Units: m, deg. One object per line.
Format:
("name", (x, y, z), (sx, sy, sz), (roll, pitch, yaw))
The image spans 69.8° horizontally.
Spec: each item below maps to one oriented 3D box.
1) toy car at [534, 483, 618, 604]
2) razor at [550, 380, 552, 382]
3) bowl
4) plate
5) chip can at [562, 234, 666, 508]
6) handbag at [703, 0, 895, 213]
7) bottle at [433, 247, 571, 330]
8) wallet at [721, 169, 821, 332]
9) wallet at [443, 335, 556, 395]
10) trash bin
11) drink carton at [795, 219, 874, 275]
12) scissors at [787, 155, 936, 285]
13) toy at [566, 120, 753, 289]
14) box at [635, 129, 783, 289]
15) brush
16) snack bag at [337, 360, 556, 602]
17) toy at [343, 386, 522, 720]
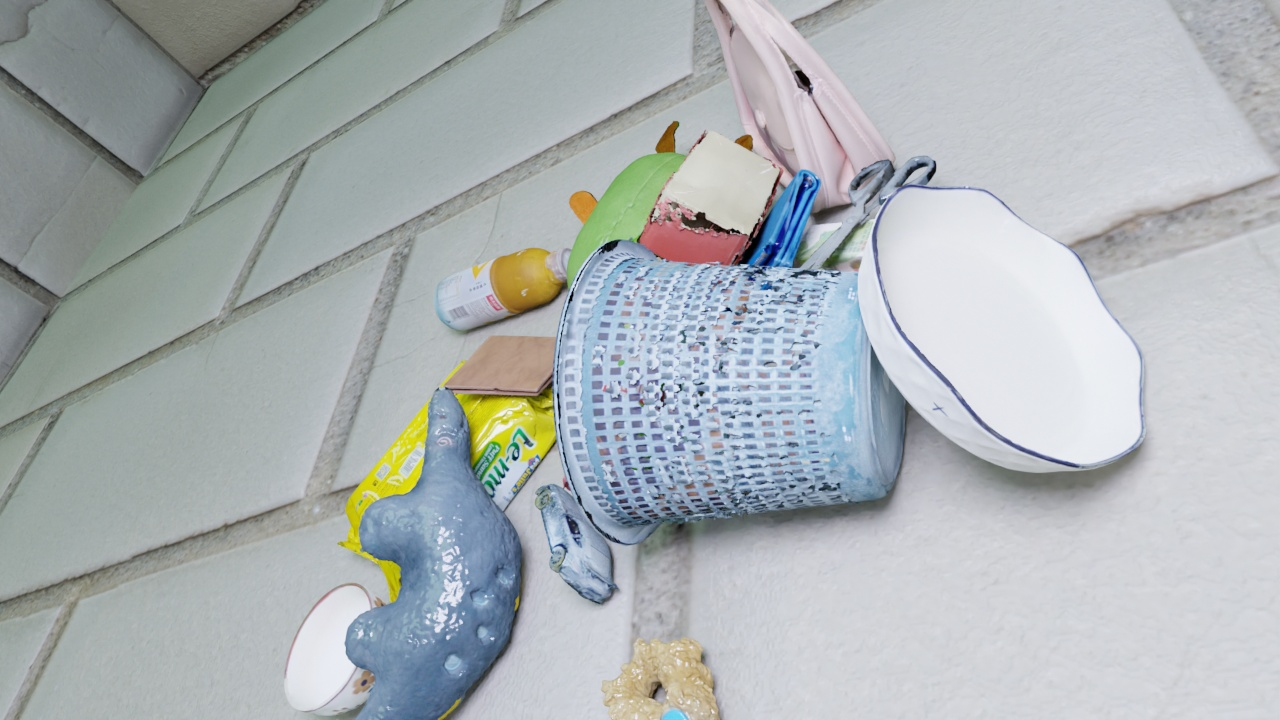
("toy car", (-0.052, 0.145, 0.751), (0.037, 0.054, 0.120), (-41, 36, 8))
("razor", (-0.098, 0.014, 0.943), (0.143, 0.022, 0.042), (14, 63, 48))
("bowl", (-0.255, 0.261, 0.815), (0.114, 0.062, 0.113), (-26, 45, 29))
("plate", (0.218, -0.020, 0.565), (0.046, 0.204, 0.204), (128, 158, -48))
("chip can", (-0.005, 0.005, 0.792), (0.072, 0.072, 0.235), (-5, 62, 39))
("handbag", (0.121, -0.261, 0.829), (0.093, 0.234, 0.193), (-34, 38, 9))
("bottle", (-0.153, -0.085, 1.048), (0.190, 0.068, 0.067), (-15, 46, 32))
("wallet", (0.107, -0.087, 0.786), (0.106, 0.040, 0.133), (-66, 3, -32))
("wallet", (-0.122, 0.004, 0.892), (0.101, 0.020, 0.115), (1, 26, 21))
("trash bin", (0.077, 0.021, 0.646), (0.195, 0.227, 0.226), (-1, 53, 25))
("drink carton", (0.192, -0.083, 0.745), (0.123, 0.053, 0.045), (2, 56, 44))
("scissors", (0.177, -0.114, 0.732), (0.145, 0.014, 0.172), (-19, 29, 21))
("toy", (0.007, -0.138, 0.937), (0.227, 0.090, 0.246), (31, 81, 39))
("box", (0.064, -0.139, 0.787), (0.080, 0.091, 0.167), (-63, -1, 36))
("brush", (0.043, 0.261, 0.555), (0.083, 0.046, 0.254), (-40, 32, -1))
("snack bag", (-0.191, 0.108, 0.902), (0.158, 0.068, 0.246), (22, 72, 50))
("toy", (-0.170, 0.187, 0.763), (0.138, 0.091, 0.355), (6, 66, 7))
